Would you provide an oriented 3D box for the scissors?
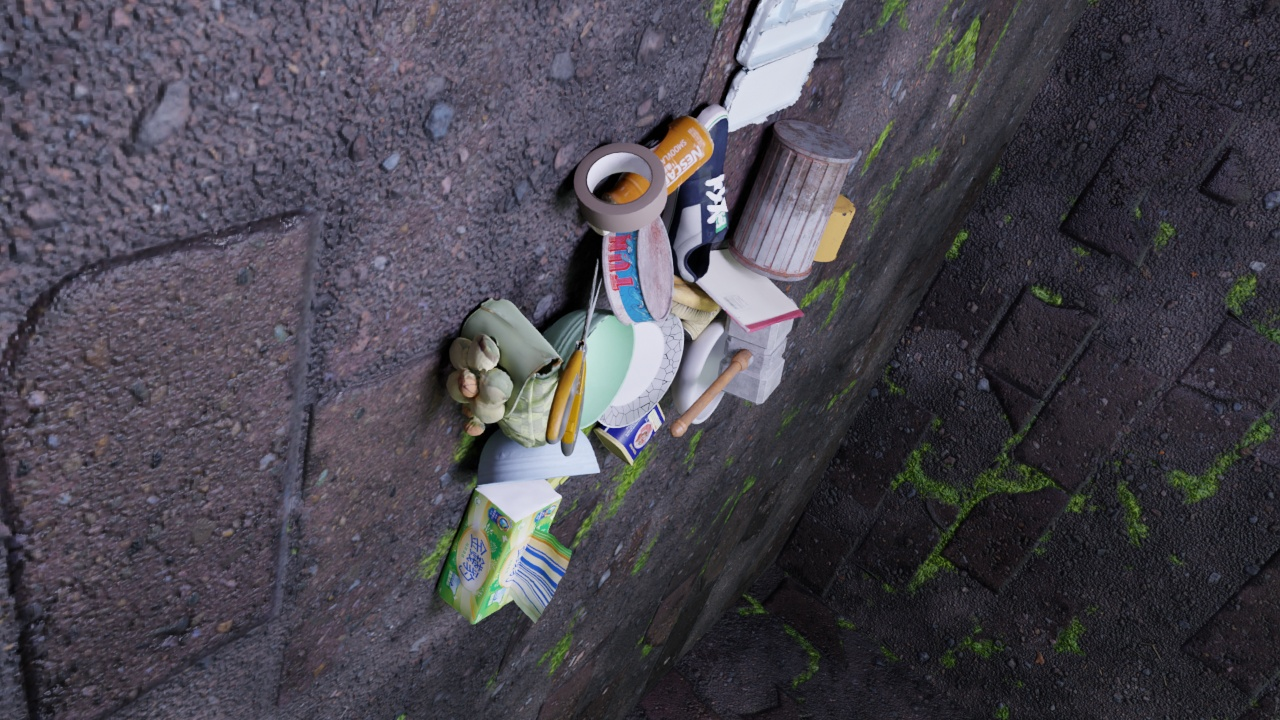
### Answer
[{"bbox_3d":[-0.067,0.009,0.945,0.216,0.016,0.225,-66,167,-73],"label":"scissors"}]

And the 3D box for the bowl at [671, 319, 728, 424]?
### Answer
[{"bbox_3d":[0.094,0.010,1.483,0.176,0.066,0.177,-49,151,-40],"label":"bowl"}]

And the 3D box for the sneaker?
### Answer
[{"bbox_3d":[0.080,-0.200,1.139,0.084,0.079,0.236,-34,150,-42],"label":"sneaker"}]

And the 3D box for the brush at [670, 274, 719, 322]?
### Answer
[{"bbox_3d":[0.063,-0.088,1.300,0.043,0.059,0.195,-51,159,14],"label":"brush"}]

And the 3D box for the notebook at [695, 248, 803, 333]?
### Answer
[{"bbox_3d":[0.145,-0.106,1.321,0.012,0.153,0.208,-51,163,27],"label":"notebook"}]

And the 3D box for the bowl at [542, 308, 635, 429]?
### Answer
[{"bbox_3d":[-0.077,0.000,1.095,0.150,0.077,0.151,-45,149,-37],"label":"bowl"}]

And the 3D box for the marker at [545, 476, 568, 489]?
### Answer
[{"bbox_3d":[-0.141,0.192,1.337,0.123,0.021,0.017,-46,157,-19],"label":"marker"}]

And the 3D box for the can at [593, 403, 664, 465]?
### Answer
[{"bbox_3d":[-0.015,0.100,1.420,0.092,0.056,0.116,-52,159,-11],"label":"can"}]

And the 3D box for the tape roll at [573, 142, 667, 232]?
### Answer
[{"bbox_3d":[-0.020,-0.177,0.939,0.093,0.094,0.030,-48,158,-18],"label":"tape roll"}]

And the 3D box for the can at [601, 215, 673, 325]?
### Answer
[{"bbox_3d":[-0.001,-0.107,1.059,0.129,0.044,0.130,-3,90,-71],"label":"can"}]

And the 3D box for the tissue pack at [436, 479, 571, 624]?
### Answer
[{"bbox_3d":[-0.166,0.265,1.224,0.120,0.141,0.198,-27,146,-51],"label":"tissue pack"}]

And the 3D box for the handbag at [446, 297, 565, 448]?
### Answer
[{"bbox_3d":[-0.144,0.032,0.972,0.116,0.113,0.187,-34,152,-27],"label":"handbag"}]

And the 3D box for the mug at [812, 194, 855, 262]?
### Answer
[{"bbox_3d":[0.294,-0.236,1.534,0.123,0.100,0.094,-97,-159,-55],"label":"mug"}]

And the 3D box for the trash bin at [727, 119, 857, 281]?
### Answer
[{"bbox_3d":[0.215,-0.223,1.324,0.130,0.131,0.212,-30,146,-47],"label":"trash bin"}]

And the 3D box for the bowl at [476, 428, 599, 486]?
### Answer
[{"bbox_3d":[-0.127,0.108,1.119,0.150,0.151,0.074,13,70,-67],"label":"bowl"}]

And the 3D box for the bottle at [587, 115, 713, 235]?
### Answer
[{"bbox_3d":[0.008,-0.201,1.014,0.167,0.059,0.059,-44,157,-17],"label":"bottle"}]

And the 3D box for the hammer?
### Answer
[{"bbox_3d":[0.123,0.029,1.362,0.316,0.083,0.163,-42,146,-48],"label":"hammer"}]

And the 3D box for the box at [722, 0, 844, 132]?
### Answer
[{"bbox_3d":[0.177,-0.383,1.146,0.208,0.037,0.190,-35,159,-41],"label":"box"}]

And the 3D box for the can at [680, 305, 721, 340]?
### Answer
[{"bbox_3d":[0.092,-0.070,1.415,0.079,0.038,0.038,-48,158,-16],"label":"can"}]

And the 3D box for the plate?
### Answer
[{"bbox_3d":[-0.008,0.008,1.308,0.188,0.016,0.189,-31,137,-35],"label":"plate"}]
